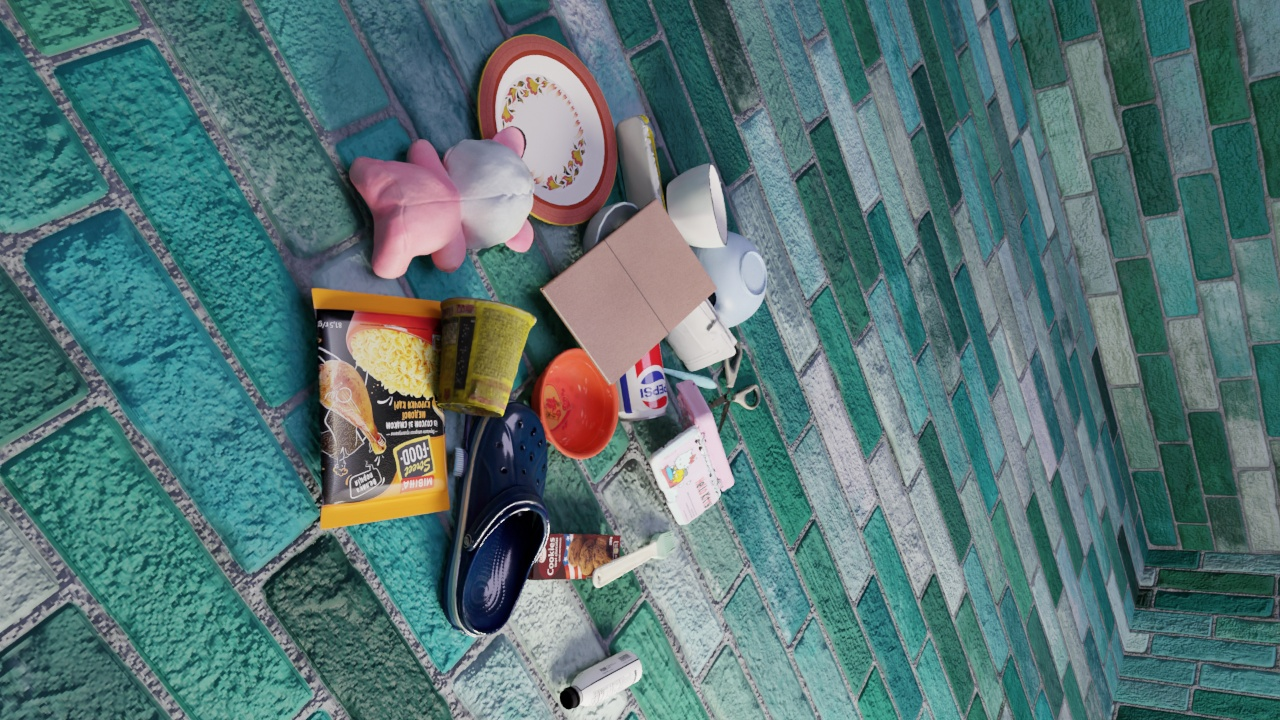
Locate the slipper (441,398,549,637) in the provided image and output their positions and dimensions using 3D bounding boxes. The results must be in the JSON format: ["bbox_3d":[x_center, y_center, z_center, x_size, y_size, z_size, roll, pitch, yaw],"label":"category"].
[{"bbox_3d":[-0.138,0.168,0.977,0.105,0.095,0.252,23,72,-43],"label":"slipper"}]

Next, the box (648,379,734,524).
[{"bbox_3d":[0.058,0.126,1.209,0.101,0.103,0.202,61,-4,37],"label":"box"}]

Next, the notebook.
[{"bbox_3d":[-0.009,-0.088,1.122,0.208,0.008,0.141,-43,105,-30],"label":"notebook"}]

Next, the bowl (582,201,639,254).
[{"bbox_3d":[-0.037,-0.148,1.161,0.106,0.039,0.106,-21,117,-48],"label":"bowl"}]

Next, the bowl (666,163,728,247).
[{"bbox_3d":[0.078,-0.209,1.269,0.116,0.066,0.116,-8,89,-75],"label":"bowl"}]

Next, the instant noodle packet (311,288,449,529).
[{"bbox_3d":[-0.250,0.045,0.902,0.159,0.032,0.220,2,84,-56],"label":"instant noodle packet"}]

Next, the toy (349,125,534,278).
[{"bbox_3d":[-0.193,-0.166,0.959,0.212,0.084,0.142,-20,101,-45],"label":"toy"}]

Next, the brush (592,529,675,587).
[{"bbox_3d":[-0.005,0.246,1.144,0.217,0.012,0.033,-4,86,-64],"label":"brush"}]

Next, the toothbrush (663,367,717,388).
[{"bbox_3d":[0.053,0.020,1.275,0.180,0.017,0.016,17,81,-48],"label":"toothbrush"}]

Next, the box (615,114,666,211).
[{"bbox_3d":[0.021,-0.216,1.217,0.083,0.080,0.210,-15,98,-45],"label":"box"}]

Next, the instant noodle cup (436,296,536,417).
[{"bbox_3d":[-0.165,-0.001,0.946,0.102,0.102,0.108,21,72,-46],"label":"instant noodle cup"}]

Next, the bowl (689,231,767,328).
[{"bbox_3d":[0.136,-0.122,1.342,0.150,0.075,0.150,7,81,-48],"label":"bowl"}]

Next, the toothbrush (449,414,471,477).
[{"bbox_3d":[-0.186,0.032,0.987,0.017,0.016,0.188,20,67,-42],"label":"toothbrush"}]

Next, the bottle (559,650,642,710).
[{"bbox_3d":[-0.049,0.383,1.092,0.115,0.041,0.041,-9,92,-49],"label":"bottle"}]

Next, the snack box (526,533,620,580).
[{"bbox_3d":[-0.083,0.229,1.077,0.140,0.032,0.051,13,75,-48],"label":"snack box"}]

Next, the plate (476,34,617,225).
[{"bbox_3d":[-0.112,-0.276,1.113,0.229,0.021,0.229,8,79,-49],"label":"plate"}]

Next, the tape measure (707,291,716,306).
[{"bbox_3d":[0.073,-0.086,1.269,0.062,0.067,0.038,51,48,-31],"label":"tape measure"}]

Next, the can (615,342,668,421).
[{"bbox_3d":[-0.007,0.007,1.163,0.070,0.070,0.132,-13,95,-49],"label":"can"}]

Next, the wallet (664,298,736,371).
[{"bbox_3d":[0.075,-0.036,1.256,0.116,0.086,0.032,47,28,-32],"label":"wallet"}]

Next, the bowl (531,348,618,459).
[{"bbox_3d":[-0.085,0.052,1.086,0.130,0.045,0.130,8,80,-48],"label":"bowl"}]

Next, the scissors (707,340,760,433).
[{"bbox_3d":[0.137,0.043,1.363,0.157,0.013,0.169,19,67,-50],"label":"scissors"}]
